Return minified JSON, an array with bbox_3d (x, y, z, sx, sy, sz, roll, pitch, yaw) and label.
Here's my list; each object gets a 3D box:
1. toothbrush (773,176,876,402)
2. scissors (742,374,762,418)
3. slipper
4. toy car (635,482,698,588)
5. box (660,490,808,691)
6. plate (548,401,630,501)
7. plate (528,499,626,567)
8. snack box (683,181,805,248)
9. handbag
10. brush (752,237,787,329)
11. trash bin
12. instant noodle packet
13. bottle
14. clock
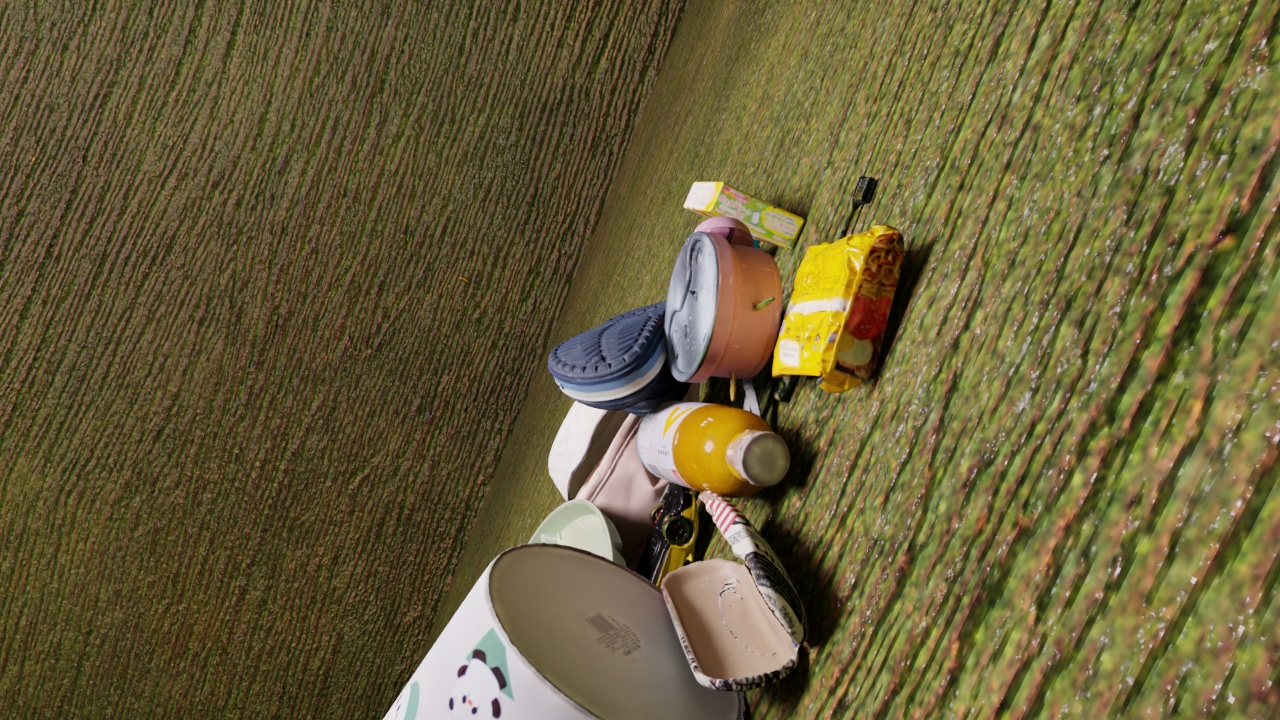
[{"bbox_3d":[0.141,-0.055,0.701,0.186,0.012,0.017,-68,21,-1],"label":"toothbrush"},{"bbox_3d":[0.086,0.014,0.740,0.159,0.014,0.181,-131,52,-71],"label":"scissors"},{"bbox_3d":[-0.005,0.005,0.841,0.105,0.095,0.252,-17,10,17],"label":"slipper"},{"bbox_3d":[0.018,0.177,0.772,0.071,0.041,0.155,-178,107,-79],"label":"toy car"},{"bbox_3d":[0.051,0.147,0.578,0.087,0.076,0.162,-40,15,-2],"label":"box"},{"bbox_3d":[-0.038,0.065,1.045,0.204,0.045,0.205,-55,-12,-18],"label":"plate"},{"bbox_3d":[-0.074,0.236,0.811,0.231,0.027,0.229,-45,34,43],"label":"plate"},{"bbox_3d":[0.097,-0.143,0.889,0.140,0.087,0.034,-131,64,-78],"label":"snack box"},{"bbox_3d":[0.007,0.087,0.946,0.194,0.093,0.233,-57,7,47],"label":"handbag"},{"bbox_3d":[0.095,-0.069,0.868,0.315,0.060,0.109,166,120,-74],"label":"brush"},{"bbox_3d":[-0.073,0.274,0.594,0.252,0.229,0.229,-59,12,13],"label":"trash bin"},{"bbox_3d":[0.131,-0.033,0.624,0.128,0.044,0.111,-163,93,-82],"label":"instant noodle packet"},{"bbox_3d":[0.054,0.066,0.694,0.068,0.068,0.190,-70,17,-7],"label":"bottle"},{"bbox_3d":[0.060,-0.050,0.729,0.158,0.059,0.117,-108,28,-53],"label":"clock"}]
